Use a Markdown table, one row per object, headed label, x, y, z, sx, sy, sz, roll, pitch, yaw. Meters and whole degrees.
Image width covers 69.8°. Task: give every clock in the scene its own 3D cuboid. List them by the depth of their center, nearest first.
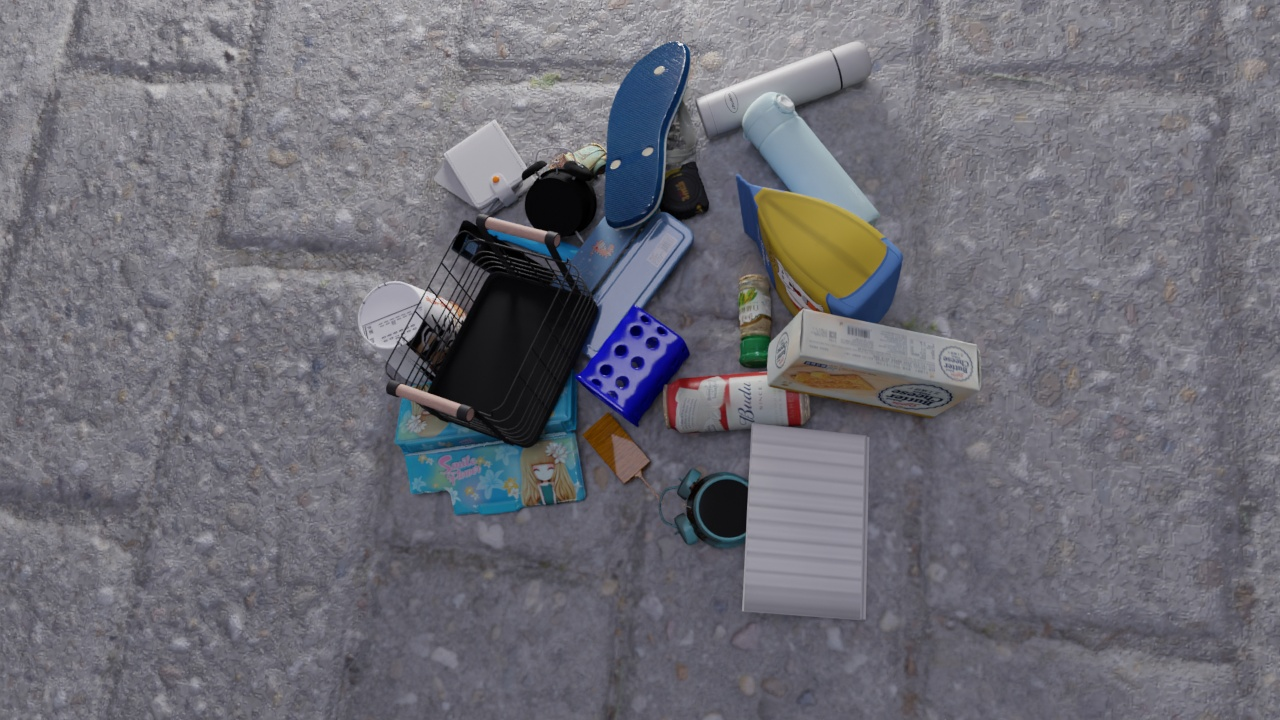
| label | x | y | z | sx | sy | sz | roll | pitch | yaw |
| --- | --- | --- | --- | --- | --- | --- | --- | --- | --- |
| clock | 0.084 | 0.171 | 1.067 | 0.124 | 0.053 | 0.090 | 3 | 78 | 0 |
| clock | -0.106 | -0.212 | 1.173 | 0.091 | 0.042 | 0.121 | 5 | 113 | 15 |

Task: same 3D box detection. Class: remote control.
| label | x | y | z | sx | sy | sz | roll | pitch | yaw |
| --- | --- | --- | --- | --- | --- | --- | --- | --- | --- |
| remote control | -0.185 | -0.131 | 1.208 | 0.150 | 0.022 | 0.047 | 31 | 107 | 16 |

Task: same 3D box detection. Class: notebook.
| label | x | y | z | sx | sy | sz | roll | pitch | yaw |
| --- | --- | --- | --- | --- | --- | --- | --- | --- | --- |
| notebook | 0.191 | 0.182 | 1.044 | 0.142 | 0.009 | 0.209 | 7 | 77 | -9 |

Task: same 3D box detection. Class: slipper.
| label | x | y | z | sx | sy | sz | roll | pitch | yaw |
| --- | --- | --- | --- | --- | --- | --- | --- | --- | --- |
| slipper | 0.012 | -0.284 | 1.186 | 0.118 | 0.060 | 0.294 | -7 | 60 | 29 |

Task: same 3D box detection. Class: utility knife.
| label | x | y | z | sx | sy | sz | roll | pitch | yaw |
| --- | --- | --- | --- | --- | --- | --- | --- | --- | --- |
| utility knife | -0.136 | -0.154 | 1.215 | 0.175 | 0.015 | 0.031 | 22 | 84 | 14 |

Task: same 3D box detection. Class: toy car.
| label | x | y | z | sx | sy | sz | roll | pitch | yaw |
| --- | --- | --- | --- | --- | --- | --- | --- | --- | --- |
| toy car | -0.093 | -0.249 | 1.213 | 0.112 | 0.047 | 0.047 | -39 | 69 | 0 |

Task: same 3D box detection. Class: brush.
| label | x | y | z | sx | sy | sz | roll | pitch | yaw |
| --- | --- | --- | --- | --- | --- | --- | --- | --- | --- |
| brush | -0.015 | 0.124 | 1.120 | 0.048 | 0.017 | 0.126 | -42 | 72 | -1 |

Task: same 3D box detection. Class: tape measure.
| label | x | y | z | sx | sy | sz | roll | pitch | yaw |
| --- | --- | --- | --- | --- | --- | --- | --- | --- | --- |
| tape measure | 0.051 | -0.213 | 1.182 | 0.062 | 0.038 | 0.067 | -18 | 76 | -2 |

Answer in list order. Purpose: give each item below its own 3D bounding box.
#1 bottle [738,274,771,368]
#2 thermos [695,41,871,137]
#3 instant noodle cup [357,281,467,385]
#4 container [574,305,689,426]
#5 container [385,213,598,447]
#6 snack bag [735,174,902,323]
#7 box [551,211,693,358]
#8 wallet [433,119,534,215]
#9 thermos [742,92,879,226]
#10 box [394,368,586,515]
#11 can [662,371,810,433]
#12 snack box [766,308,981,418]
| label | x | y | z | sx | sy | sz | roll | pitch | yaw |
| --- | --- | --- | --- | --- | --- | --- | --- | --- | --- |
| bottle | 0.140 | -0.048 | 1.119 | 0.043 | 0.043 | 0.111 | -3 | 75 | 10 |
| thermos | 0.184 | -0.350 | 1.180 | 0.224 | 0.052 | 0.052 | -19 | 73 | 6 |
| instant noodle cup | -0.290 | -0.040 | 1.161 | 0.124 | 0.122 | 0.123 | -3 | 76 | 10 |
| container | -0.007 | 0.007 | 1.114 | 0.085 | 0.084 | 0.113 | 36 | 84 | 16 |
| container | -0.173 | -0.030 | 1.081 | 0.163 | 0.130 | 0.241 | 17 | 71 | 21 |
| snack bag | 0.192 | -0.122 | 1.067 | 0.205 | 0.159 | 0.102 | 42 | 84 | 19 |
| box | -0.037 | -0.110 | 1.163 | 0.127 | 0.034 | 0.209 | 38 | 91 | 19 |
| wallet | -0.217 | -0.252 | 1.244 | 0.115 | 0.037 | 0.118 | -34 | 69 | 2 |
| thermos | 0.205 | -0.236 | 1.127 | 0.065 | 0.078 | 0.207 | -30 | 78 | -33 |
| box | -0.188 | 0.098 | 1.139 | 0.227 | 0.071 | 0.181 | -8 | 74 | 9 |
| can | 0.114 | 0.049 | 1.088 | 0.170 | 0.067 | 0.067 | -4 | 75 | 10 |
| snack box | 0.254 | 0.007 | 1.013 | 0.208 | 0.104 | 0.057 | 11 | 67 | -9 |
